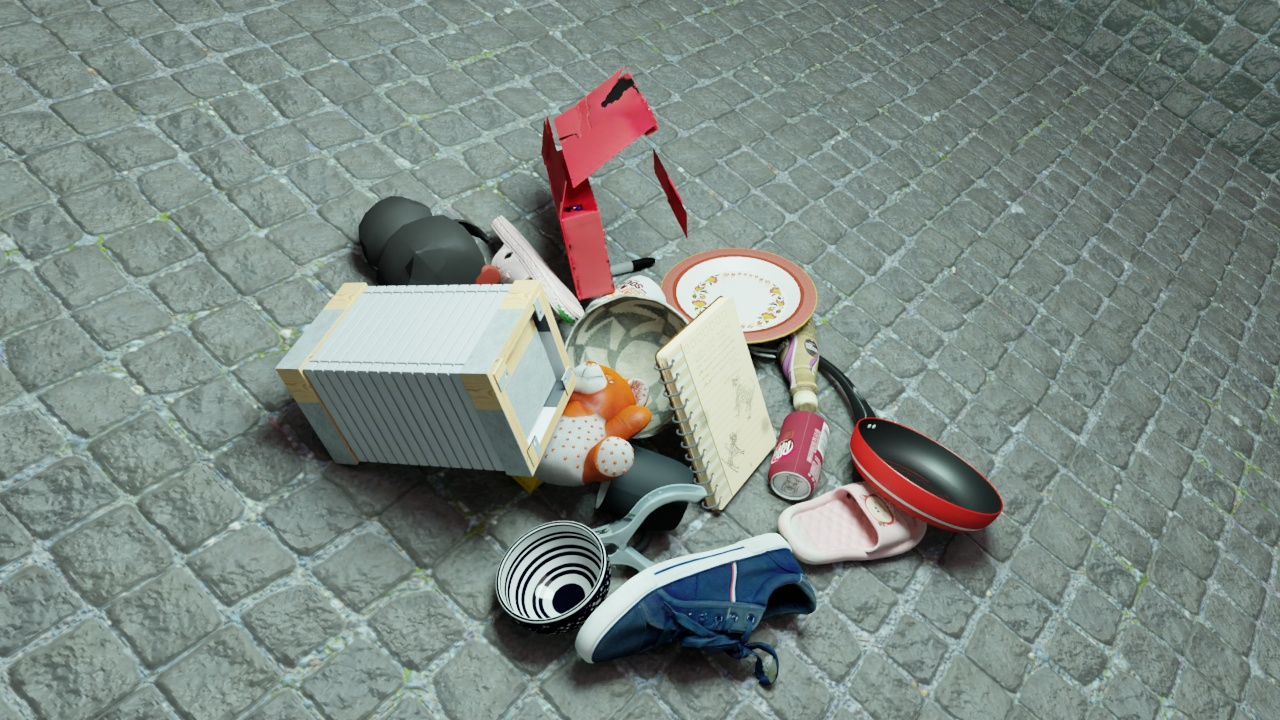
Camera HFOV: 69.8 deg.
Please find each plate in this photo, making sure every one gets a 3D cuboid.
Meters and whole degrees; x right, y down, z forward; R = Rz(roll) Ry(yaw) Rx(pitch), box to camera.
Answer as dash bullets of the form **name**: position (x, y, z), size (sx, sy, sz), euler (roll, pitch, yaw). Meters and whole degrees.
- **plate**: position (0.143, -0.093, 1.352), size (0.230, 0.021, 0.229), euler (-1, 41, 1)

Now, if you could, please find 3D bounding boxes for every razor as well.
- **razor**: position (0.148, 0.010, 1.302), size (0.043, 0.022, 0.143), euler (63, 36, -24)

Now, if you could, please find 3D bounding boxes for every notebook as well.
- **notebook**: position (0.097, 0.055, 1.131), size (0.024, 0.225, 0.167), euler (1, 30, 40)

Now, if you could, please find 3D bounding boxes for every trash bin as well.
- **trash bin**: position (-0.220, 0.016, 0.979), size (0.247, 0.143, 0.142), euler (1, 42, 21)

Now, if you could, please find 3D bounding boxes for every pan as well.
- **pan**: position (0.334, 0.107, 1.253), size (0.208, 0.067, 0.356), euler (8, 27, -40)

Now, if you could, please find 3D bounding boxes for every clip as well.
- **clip**: position (0.012, 0.226, 1.039), size (0.174, 0.159, 0.030), euler (-22, 19, 0)

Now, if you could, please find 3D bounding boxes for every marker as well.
- **marker**: position (-0.035, -0.136, 1.354), size (0.138, 0.016, 0.022), euler (-17, 28, -32)

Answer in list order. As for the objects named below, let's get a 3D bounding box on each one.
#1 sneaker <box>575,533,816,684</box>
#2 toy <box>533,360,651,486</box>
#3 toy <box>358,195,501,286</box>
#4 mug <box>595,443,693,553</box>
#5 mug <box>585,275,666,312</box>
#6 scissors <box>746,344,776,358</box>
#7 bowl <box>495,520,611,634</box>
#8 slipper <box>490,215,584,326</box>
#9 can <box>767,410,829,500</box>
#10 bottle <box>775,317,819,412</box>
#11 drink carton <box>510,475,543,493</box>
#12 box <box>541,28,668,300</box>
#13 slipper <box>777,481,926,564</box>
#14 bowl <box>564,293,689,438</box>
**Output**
- **sneaker**: position (0.074, 0.283, 0.978), size (0.293, 0.121, 0.127), euler (-9, 43, -33)
- **toy**: position (-0.067, 0.064, 1.052), size (0.164, 0.093, 0.172), euler (8, 40, 16)
- **toy**: position (-0.293, -0.144, 1.167), size (0.159, 0.140, 0.184), euler (-45, 60, -5)
- **mug**: position (0.001, 0.166, 1.070), size (0.094, 0.085, 0.121), euler (20, 74, -6)
- **mug**: position (-0.012, -0.052, 1.257), size (0.089, 0.074, 0.105), euler (-36, 97, -40)
- **scissors**: position (0.113, -0.023, 1.297), size (0.149, 0.019, 0.122), euler (31, 37, 29)
- **bowl**: position (-0.084, 0.237, 0.966), size (0.120, 0.066, 0.120), euler (-11, 44, 11)
- **slipper**: position (-0.156, -0.115, 1.228), size (0.094, 0.064, 0.239), euler (45, 5, -45)
- **can**: position (0.207, 0.123, 1.198), size (0.063, 0.063, 0.113), euler (26, 46, 0)
- **bottle**: position (0.227, 0.004, 1.312), size (0.059, 0.060, 0.165), euler (12, 48, -14)
- **drink carton**: position (-0.108, 0.097, 1.103), size (0.058, 0.040, 0.122), euler (40, 48, 13)
- **box**: position (-0.074, -0.262, 1.213), size (0.121, 0.319, 0.210), euler (5, 34, -17)
- **slipper**: position (0.270, 0.201, 1.162), size (0.221, 0.056, 0.106), euler (-6, 53, -28)
- **bowl**: position (-0.007, 0.007, 1.172), size (0.178, 0.178, 0.081), euler (33, 3, 7)
